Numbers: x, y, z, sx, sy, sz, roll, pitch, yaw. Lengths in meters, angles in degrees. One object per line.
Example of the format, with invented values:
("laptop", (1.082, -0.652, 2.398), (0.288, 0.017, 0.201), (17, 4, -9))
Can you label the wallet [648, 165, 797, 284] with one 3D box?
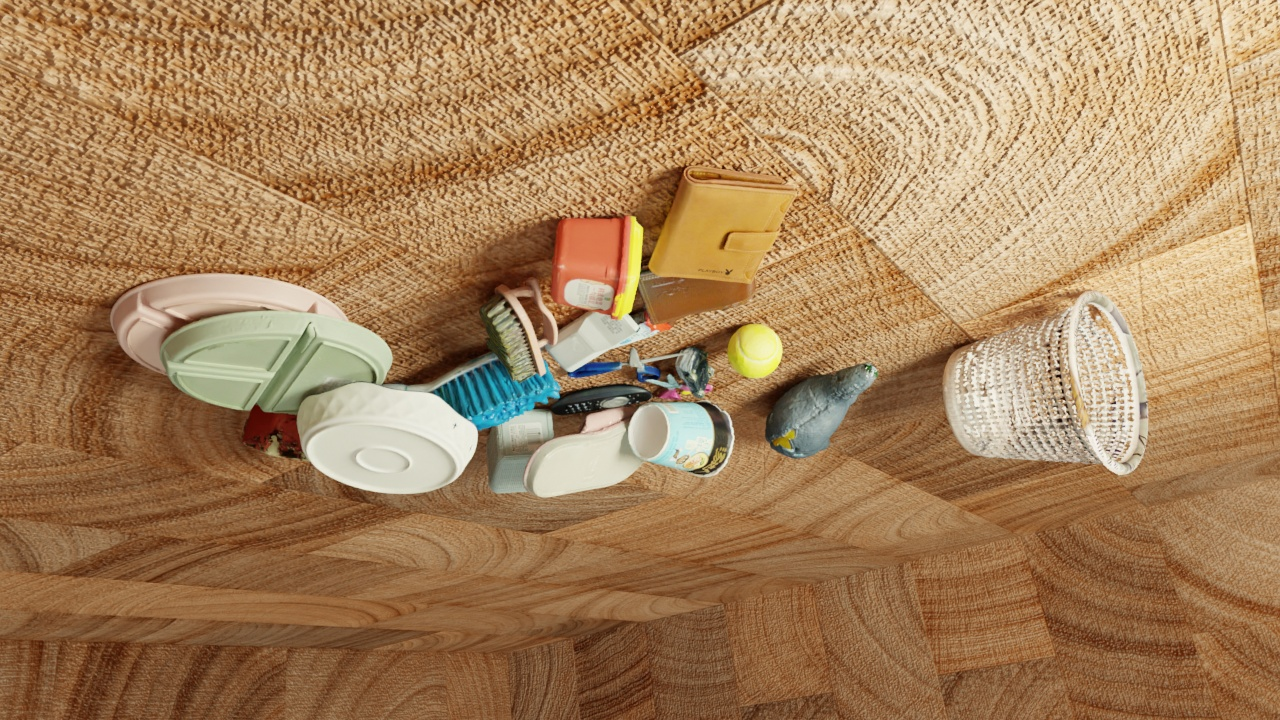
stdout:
("wallet", (0.074, -0.122, 0.850), (0.107, 0.031, 0.132), (5, 147, -13))

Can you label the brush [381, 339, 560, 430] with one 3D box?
("brush", (-0.246, 0.045, 1.100), (0.315, 0.109, 0.060), (-23, 162, 14))

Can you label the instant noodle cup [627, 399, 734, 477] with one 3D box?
("instant noodle cup", (0.049, 0.104, 1.264), (0.111, 0.111, 0.120), (-28, 155, 38))

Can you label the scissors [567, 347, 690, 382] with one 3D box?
("scissors", (-0.011, 0.007, 1.135), (0.176, 0.012, 0.162), (-9, 164, 22))

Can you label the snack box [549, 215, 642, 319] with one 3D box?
("snack box", (-0.043, -0.087, 0.860), (0.080, 0.081, 0.091), (6, 154, -6))

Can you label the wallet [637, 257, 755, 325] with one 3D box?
("wallet", (0.059, -0.083, 0.958), (0.124, 0.032, 0.101), (-13, 153, 7))

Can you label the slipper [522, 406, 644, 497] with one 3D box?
("slipper", (-0.068, 0.123, 1.259), (0.273, 0.054, 0.114), (-12, 126, -53))

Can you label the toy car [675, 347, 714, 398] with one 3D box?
("toy car", (0.069, 0.015, 1.171), (0.034, 0.042, 0.090), (14, 160, 21))

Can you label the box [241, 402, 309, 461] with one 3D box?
("box", (-0.400, 0.102, 1.145), (0.091, 0.076, 0.168), (9, 173, 43))

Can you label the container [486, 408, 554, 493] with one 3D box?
("container", (-0.167, 0.125, 1.291), (0.090, 0.090, 0.112), (-2, 153, -14))

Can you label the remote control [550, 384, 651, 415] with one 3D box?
("remote control", (-0.053, 0.050, 1.231), (0.136, 0.024, 0.053), (-9, 158, 2))

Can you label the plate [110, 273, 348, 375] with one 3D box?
("plate", (-0.421, -0.023, 0.953), (0.229, 0.028, 0.230), (-6, 157, -3))

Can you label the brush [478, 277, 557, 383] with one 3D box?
("brush", (-0.127, -0.037, 0.976), (0.073, 0.063, 0.146), (-34, 158, -14))

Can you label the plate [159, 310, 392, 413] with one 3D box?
("plate", (-0.380, 0.009, 0.968), (0.230, 0.027, 0.230), (-6, 158, -3))

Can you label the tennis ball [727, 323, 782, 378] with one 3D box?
("tennis ball", (0.137, -0.011, 1.098), (0.065, 0.065, 0.065), (-6, 156, -3))

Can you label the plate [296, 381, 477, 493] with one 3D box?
("plate", (-0.290, 0.097, 1.049), (0.205, 0.045, 0.205), (2, 145, 1))

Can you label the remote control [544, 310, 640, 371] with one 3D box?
("remote control", (-0.057, -0.027, 1.031), (0.125, 0.024, 0.049), (-30, 108, 40))

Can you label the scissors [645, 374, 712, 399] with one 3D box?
("scissors", (0.037, 0.036, 1.226), (0.094, 0.017, 0.137), (-16, 163, 33))

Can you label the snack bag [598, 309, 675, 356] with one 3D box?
("snack bag", (-0.016, -0.035, 1.047), (0.104, 0.026, 0.048), (-19, 135, 27))

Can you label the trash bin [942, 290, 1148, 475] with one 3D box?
("trash bin", (0.511, 0.041, 1.180), (0.227, 0.227, 0.193), (14, 161, -41))

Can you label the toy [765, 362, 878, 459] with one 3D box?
("toy", (0.249, 0.083, 1.320), (0.137, 0.091, 0.357), (-17, 160, -9))
